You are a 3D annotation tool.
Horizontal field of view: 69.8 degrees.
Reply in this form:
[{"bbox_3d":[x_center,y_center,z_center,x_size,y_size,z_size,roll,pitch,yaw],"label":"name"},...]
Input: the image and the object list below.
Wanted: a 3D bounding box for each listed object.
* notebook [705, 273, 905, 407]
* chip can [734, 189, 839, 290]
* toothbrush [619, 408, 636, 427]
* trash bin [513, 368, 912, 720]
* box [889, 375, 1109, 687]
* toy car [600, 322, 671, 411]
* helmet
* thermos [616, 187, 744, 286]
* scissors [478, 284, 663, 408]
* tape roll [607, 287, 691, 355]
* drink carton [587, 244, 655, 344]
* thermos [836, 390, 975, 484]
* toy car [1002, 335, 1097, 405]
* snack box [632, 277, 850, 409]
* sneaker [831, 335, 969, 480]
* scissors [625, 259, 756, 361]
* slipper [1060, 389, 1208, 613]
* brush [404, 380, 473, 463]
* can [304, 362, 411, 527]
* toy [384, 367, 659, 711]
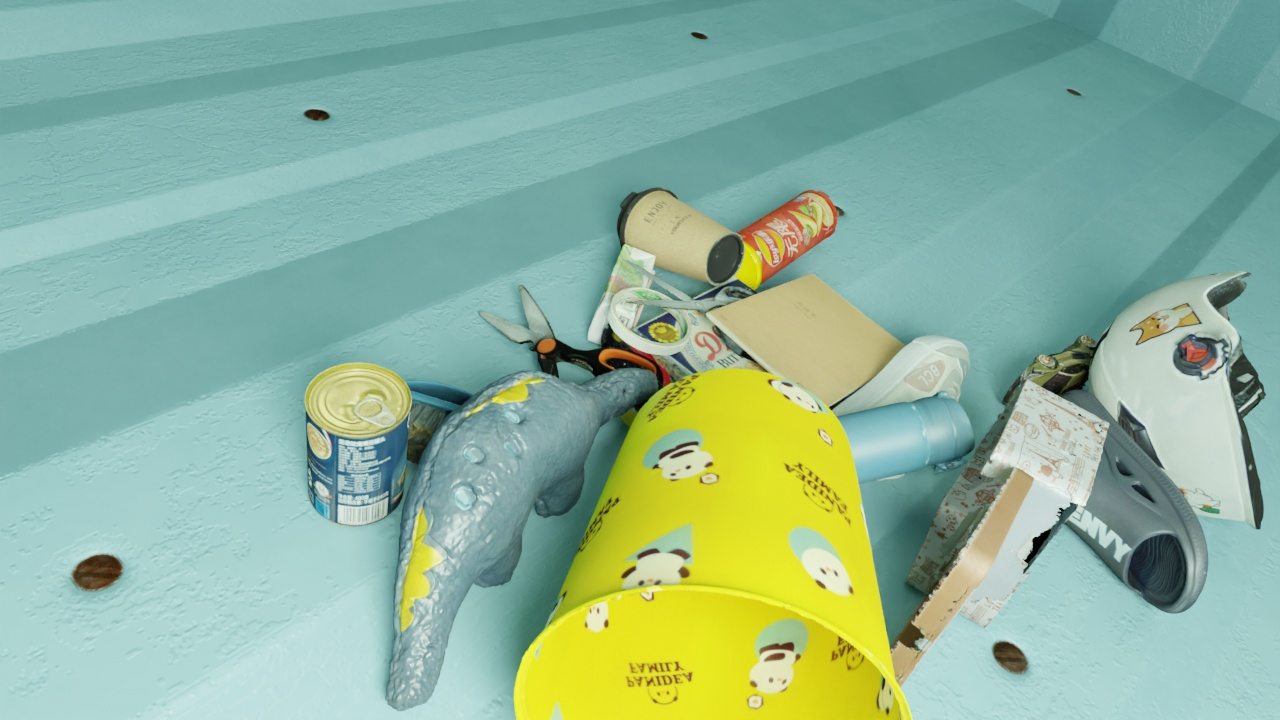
[{"bbox_3d":[0.180,-0.025,0.955,0.149,0.012,0.210,43,38,21],"label":"notebook"},{"bbox_3d":[0.166,-0.148,1.127,0.073,0.073,0.215,33,41,19],"label":"chip can"},{"bbox_3d":[0.024,0.092,0.838,0.015,0.017,0.190,-19,50,-35],"label":"toothbrush"},{"bbox_3d":[0.057,0.148,0.630,0.229,0.230,0.254,17,34,0],"label":"trash bin"},{"bbox_3d":[0.272,0.149,0.732,0.082,0.177,0.259,31,40,17],"label":"box"},{"bbox_3d":[-0.005,0.005,0.901,0.031,0.049,0.106,-14,48,-34],"label":"toy car"},{"bbox_3d":[0.554,0.040,0.958,0.157,0.230,0.273,-4,48,37],"label":"helmet"},{"bbox_3d":[0.044,-0.136,1.032,0.092,0.093,0.143,-20,36,-36],"label":"thermos"},{"bbox_3d":[-0.070,-0.001,0.883,0.204,0.022,0.224,-9,50,7],"label":"scissors"},{"bbox_3d":[0.009,-0.039,0.906,0.085,0.014,0.085,15,41,-13],"label":"tape roll"},{"bbox_3d":[-0.017,-0.068,0.981,0.045,0.054,0.122,20,39,-2],"label":"drink carton"},{"bbox_3d":[0.179,0.081,0.806,0.220,0.070,0.070,-12,43,0],"label":"thermos"},{"bbox_3d":[0.471,0.020,1.042,0.157,0.070,0.042,-16,51,-31],"label":"toy car"},{"bbox_3d":[0.107,0.002,0.949,0.182,0.046,0.177,38,43,23],"label":"snack box"},{"bbox_3d":[0.284,0.047,0.920,0.091,0.090,0.241,27,41,37],"label":"sneaker"},{"bbox_3d":[0.064,-0.057,0.936,0.181,0.014,0.159,39,36,12],"label":"scissors"},{"bbox_3d":[0.438,0.132,0.883,0.083,0.111,0.267,-4,36,0],"label":"slipper"},{"bbox_3d":[-0.174,0.051,0.780,0.144,0.055,0.073,17,42,0],"label":"brush"},{"bbox_3d":[-0.217,0.067,0.704,0.075,0.111,0.075,9,42,-9],"label":"can"},{"bbox_3d":[-0.096,0.086,0.699,0.092,0.138,0.355,-7,30,41],"label":"toy"}]
